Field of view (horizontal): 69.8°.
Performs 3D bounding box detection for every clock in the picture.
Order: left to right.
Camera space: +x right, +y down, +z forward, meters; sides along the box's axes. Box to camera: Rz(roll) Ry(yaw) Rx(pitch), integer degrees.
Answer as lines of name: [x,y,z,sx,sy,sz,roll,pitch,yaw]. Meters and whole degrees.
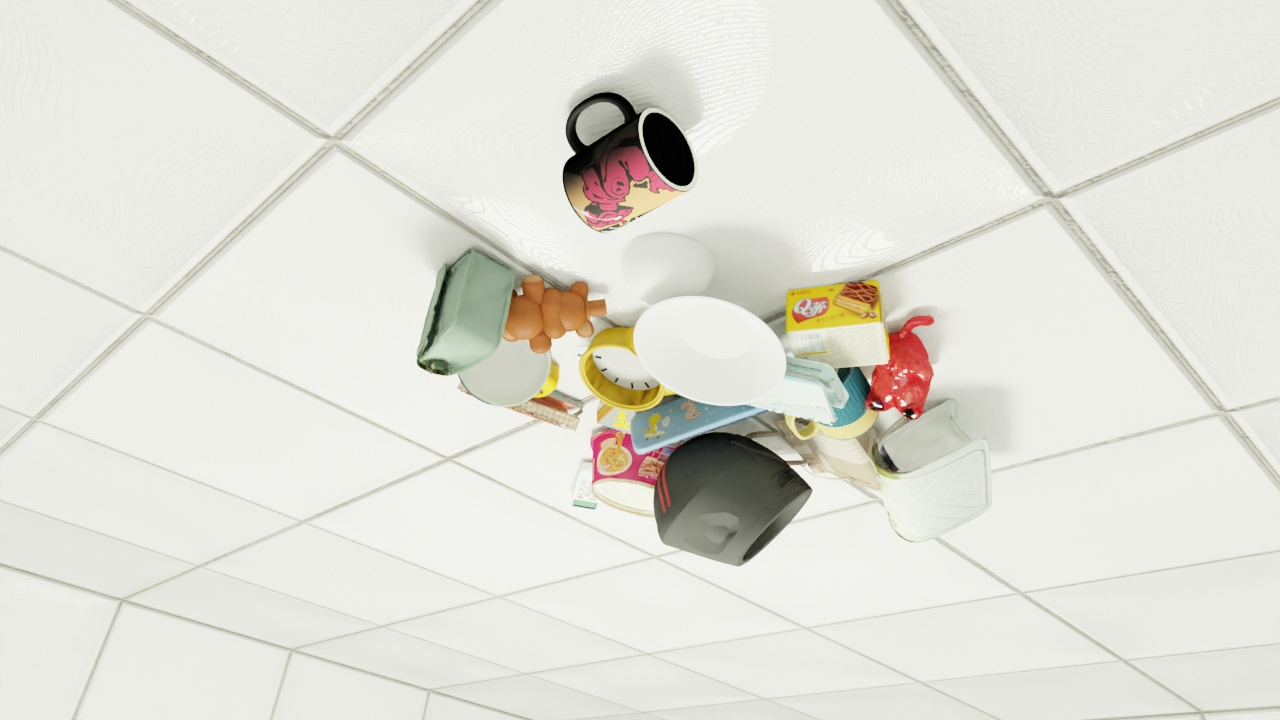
clock: [-0.007,0.007,1.151,0.152,0.051,0.113,-17,123,35]

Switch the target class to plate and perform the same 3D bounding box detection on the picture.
plate: [0.081,-0.021,1.037,0.174,0.036,0.174,12,140,11]

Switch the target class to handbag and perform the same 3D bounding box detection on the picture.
handbag: [-0.204,-0.054,1.042,0.067,0.121,0.106,29,141,-31]
handbag: [0.238,0.123,1.317,0.198,0.062,0.175,-5,147,32]
handbag: [0.392,0.156,1.252,0.142,0.096,0.199,-26,139,1]

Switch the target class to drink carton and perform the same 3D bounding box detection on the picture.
drink carton: [0.009,0.072,1.268,0.124,0.048,0.076,20,145,-20]

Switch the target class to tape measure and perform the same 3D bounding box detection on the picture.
tape measure: [-0.142,0.024,1.232,0.066,0.037,0.064,-10,144,24]

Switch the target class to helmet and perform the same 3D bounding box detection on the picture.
helmet: [0.112,0.182,1.266,0.264,0.170,0.165,-17,144,-56]

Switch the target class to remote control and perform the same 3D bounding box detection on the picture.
remote control: [-0.083,0.206,1.516,0.049,0.024,0.144,11,145,-6]

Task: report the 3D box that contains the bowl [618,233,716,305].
bowl: [0.028,-0.089,1.020,0.110,0.040,0.110,5,147,3]

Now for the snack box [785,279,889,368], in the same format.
snack box: [0.225,-0.038,1.043,0.106,0.061,0.084,-5,145,18]

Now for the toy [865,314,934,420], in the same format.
toy: [0.317,-0.006,1.098,0.088,0.093,0.133,23,128,27]

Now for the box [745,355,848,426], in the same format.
box: [0.149,0.020,1.092,0.199,0.065,0.083,14,127,44]

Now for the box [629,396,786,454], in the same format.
box: [0.094,0.078,1.194,0.209,0.077,0.074,-21,131,13]

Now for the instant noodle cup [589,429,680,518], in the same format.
instant noodle cup: [0.000,0.178,1.386,0.179,0.077,0.179,12,152,6]

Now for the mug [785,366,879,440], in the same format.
mug: [0.231,0.048,1.141,0.113,0.083,0.107,-39,137,1]

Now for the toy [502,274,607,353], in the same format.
toy: [-0.105,-0.058,1.081,0.127,0.065,0.095,-8,106,-5]

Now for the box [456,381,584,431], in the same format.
box: [-0.164,0.045,1.282,0.188,0.062,0.058,24,169,-28]

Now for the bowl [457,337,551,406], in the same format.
bowl: [-0.169,-0.005,1.147,0.118,0.118,0.062,10,-172,-5]

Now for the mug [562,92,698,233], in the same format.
mug: [-0.020,-0.189,0.850,0.098,0.081,0.118,-22,110,37]
